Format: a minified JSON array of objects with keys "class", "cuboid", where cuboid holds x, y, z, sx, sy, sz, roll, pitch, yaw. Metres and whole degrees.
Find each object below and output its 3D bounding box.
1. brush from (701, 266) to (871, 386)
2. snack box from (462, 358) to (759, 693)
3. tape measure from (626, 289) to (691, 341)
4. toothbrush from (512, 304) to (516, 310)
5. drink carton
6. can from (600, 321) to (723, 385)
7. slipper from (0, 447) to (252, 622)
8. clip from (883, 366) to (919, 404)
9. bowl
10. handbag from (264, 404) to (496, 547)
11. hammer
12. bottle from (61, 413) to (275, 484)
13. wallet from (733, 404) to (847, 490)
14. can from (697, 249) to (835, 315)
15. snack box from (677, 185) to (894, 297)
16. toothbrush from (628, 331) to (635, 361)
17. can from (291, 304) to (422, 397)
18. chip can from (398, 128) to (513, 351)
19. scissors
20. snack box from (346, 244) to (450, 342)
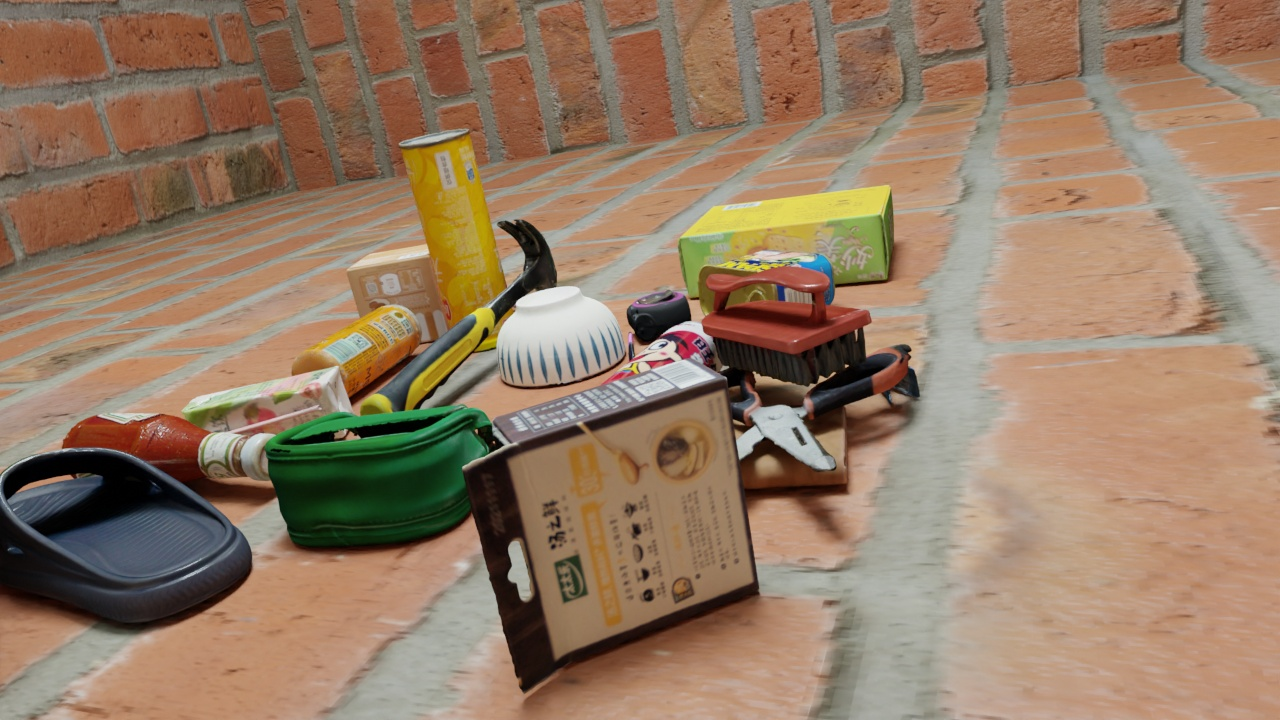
[{"class":"brush","cuboid":[0.088,-0.030,0.630,0.063,0.069,0.146,-21,15,-21]},{"class":"snack box","cuboid":[-0.013,0.072,0.423,0.125,0.113,0.053,-16,18,-16]},{"class":"tape measure","cuboid":[0.018,-0.044,0.862,0.058,0.039,0.057,-13,18,-6]},{"class":"toothbrush","cuboid":[-0.120,-0.063,1.037,0.188,0.016,0.017,7,18,43]},{"class":"drink carton","cuboid":[-0.306,0.047,0.758,0.122,0.053,0.045,-12,19,-1]},{"class":"can","cuboid":[0.015,0.016,0.667,0.053,0.053,0.132,0,21,29]},{"class":"slipper","cuboid":[-0.356,0.095,0.601,0.269,0.083,0.110,5,22,36]},{"class":"clip","cuboid":[0.174,0.011,0.644,0.043,0.027,0.058,-20,16,-4]},{"class":"bowl","cuboid":[-0.076,-0.027,0.825,0.116,0.066,0.116,-10,18,3]},{"class":"handbag","cuboid":[-0.167,0.069,0.607,0.131,0.068,0.120,-6,12,18]},{"class":"hammer","cuboid":[-0.152,-0.031,0.834,0.032,0.126,0.322,-2,27,23]},{"class":"bottle","cuboid":[-0.356,0.072,0.704,0.206,0.060,0.059,-1,21,26]},{"class":"wallet","cuboid":[0.080,0.052,0.582,0.101,0.020,0.115,-6,17,13]},{"class":"can","cuboid":[0.118,-0.068,0.856,0.083,0.057,0.102,-21,21,-34]},{"class":"snack box","cuboid":[0.162,-0.129,0.986,0.210,0.070,0.157,-3,20,20]},{"class":"toothbrush","cuboid":[-0.005,0.005,0.777,0.018,0.014,0.189,-1,18,-1]},{"class":"can","cuboid":[-0.271,-0.007,0.888,0.058,0.058,0.145,-4,20,19]},{"class":"chip can","cuboid":[-0.179,-0.118,0.917,0.072,0.213,0.072,-10,22,4]},{"class":"scissors","cuboid":[0.087,0.030,0.578,0.224,0.015,0.189,-26,17,-35]},{"class":"snack box","cuboid":[-0.256,-0.072,1.013,0.093,0.094,0.077,-9,19,6]}]
